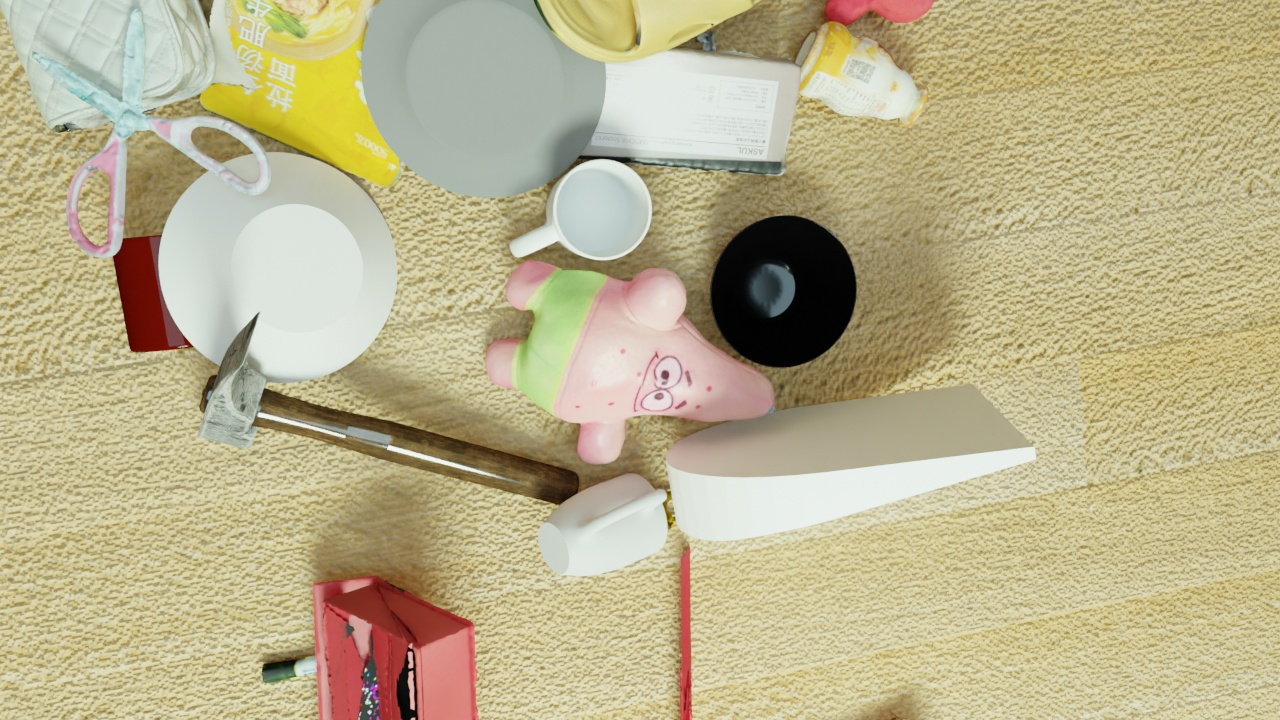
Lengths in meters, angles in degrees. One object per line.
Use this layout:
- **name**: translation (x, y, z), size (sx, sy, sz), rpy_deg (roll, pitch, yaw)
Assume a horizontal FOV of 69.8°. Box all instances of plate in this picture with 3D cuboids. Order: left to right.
- **plate**: translation (-0.258, -0.068, 0.683), size (0.173, 0.036, 0.174), rpy_deg (-4, 97, -35)
- **plate**: translation (-0.114, -0.205, 0.675), size (0.178, 0.012, 0.179), rpy_deg (-3, 117, -6)

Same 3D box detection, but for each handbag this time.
- **handbag**: translation (-0.389, -0.270, 0.650), size (0.139, 0.072, 0.195), rpy_deg (-12, 100, 10)

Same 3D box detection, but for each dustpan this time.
- **dustpan**: translation (0.151, 0.083, 0.723), size (0.258, 0.191, 0.053), rpy_deg (-8, 100, 10)

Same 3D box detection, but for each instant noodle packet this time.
- **instant noodle packet**: translation (-0.223, -0.260, 0.685), size (0.163, 0.084, 0.222), rpy_deg (22, 105, -10)

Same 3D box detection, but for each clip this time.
- **clip**: translation (0.015, 0.135, 0.794), size (0.054, 0.046, 0.048), rpy_deg (-9, 145, -9)

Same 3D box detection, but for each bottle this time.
- **bottle**: translation (0.181, -0.230, 0.752), size (0.108, 0.063, 0.063), rpy_deg (22, 94, -12)

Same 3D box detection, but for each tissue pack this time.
- **tissue pack**: translation (0.032, -0.210, 0.737), size (0.181, 0.071, 0.104), rpy_deg (2, 113, -7)

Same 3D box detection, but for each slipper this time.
- **slipper**: translation (0.049, -0.293, 0.663), size (0.262, 0.078, 0.099), rpy_deg (-29, 108, -21)

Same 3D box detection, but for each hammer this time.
- **hammer**: translation (-0.169, 0.056, 0.692), size (0.300, 0.218, 0.037), rpy_deg (19, 65, -23)

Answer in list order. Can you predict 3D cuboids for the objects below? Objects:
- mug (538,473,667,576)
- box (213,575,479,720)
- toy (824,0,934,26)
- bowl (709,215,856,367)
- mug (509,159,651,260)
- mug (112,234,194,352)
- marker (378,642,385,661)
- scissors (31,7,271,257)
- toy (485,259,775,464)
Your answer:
- **mug**: translation (-0.026, 0.131, 0.737), size (0.089, 0.107, 0.071), rpy_deg (-15, 73, -38)
- **box**: translation (-0.302, 0.292, 0.688), size (0.374, 0.148, 0.213), rpy_deg (-1, 99, -13)
- **toy**: translation (0.207, -0.321, 0.751), size (0.135, 0.045, 0.091), rpy_deg (-30, 105, -8)
- **bowl**: translation (0.113, -0.059, 0.772), size (0.124, 0.052, 0.124), rpy_deg (-1, 99, -9)
- **mug**: translation (-0.051, -0.109, 0.719), size (0.110, 0.090, 0.074), rpy_deg (-26, 101, -5)
- **mug**: translation (-0.335, -0.055, 0.694), size (0.105, 0.073, 0.082), rpy_deg (-8, 100, -17)
- **marker**: translation (-0.246, 0.253, 0.781), size (0.146, 0.017, 0.017), rpy_deg (-8, 100, -8)
- **scissors**: translation (-0.333, -0.149, 0.628), size (0.175, 0.013, 0.170), rpy_deg (11, 100, -4)
- **toy**: translation (-0.004, 0.004, 0.736), size (0.236, 0.096, 0.192), rpy_deg (17, 122, -5)
